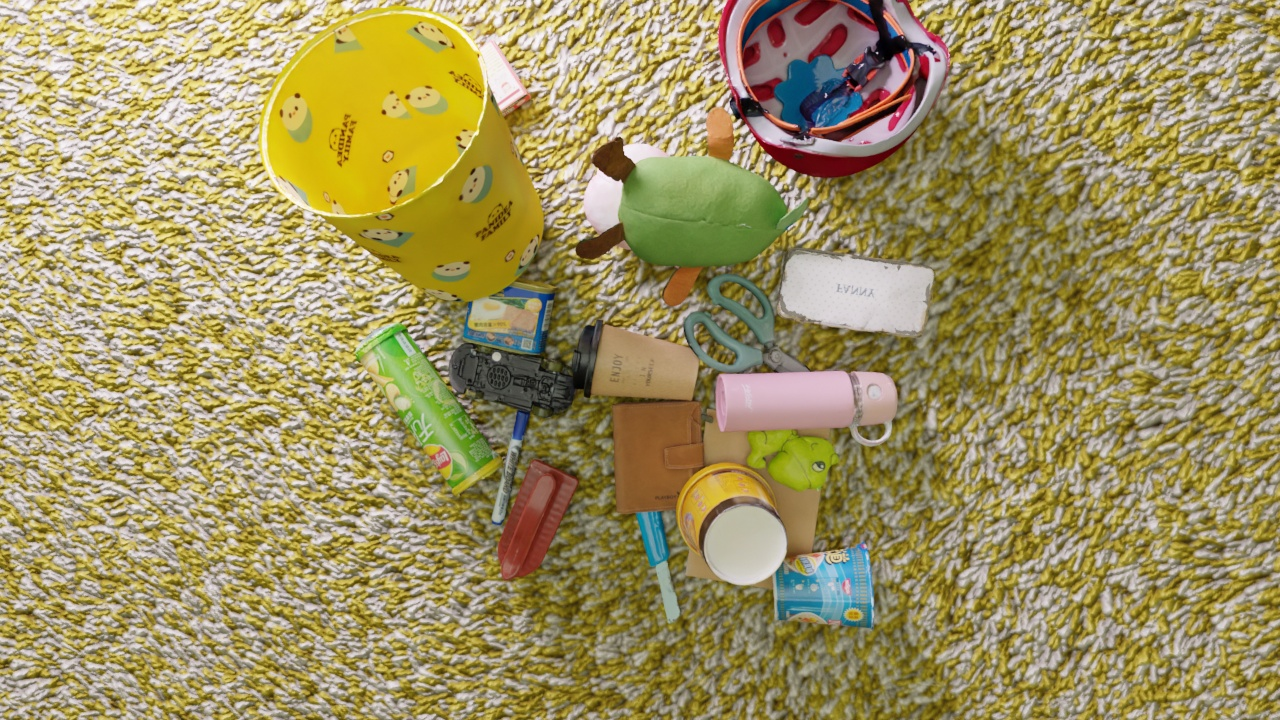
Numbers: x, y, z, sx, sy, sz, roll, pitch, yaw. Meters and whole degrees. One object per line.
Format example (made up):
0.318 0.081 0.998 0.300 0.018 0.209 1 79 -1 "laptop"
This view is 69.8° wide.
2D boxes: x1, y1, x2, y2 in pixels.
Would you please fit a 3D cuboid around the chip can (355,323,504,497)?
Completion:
-0.257 0.057 1.108 0.073 0.072 0.221 -36 90 8 "chip can"

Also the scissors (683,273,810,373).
0.125 -0.010 1.062 0.180 0.019 0.143 48 70 -7 "scissors"

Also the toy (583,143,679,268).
0.015 -0.175 1.064 0.159 0.054 0.121 34 98 -9 "toy"

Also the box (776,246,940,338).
0.248 -0.077 1.041 0.184 0.061 0.090 11 96 4 "box"

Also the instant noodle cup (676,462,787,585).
0.107 0.187 1.031 0.118 0.114 0.118 -1 100 -6 "instant noodle cup"

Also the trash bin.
-0.225 -0.194 0.966 0.230 0.255 0.229 -4 70 11 "trash bin"

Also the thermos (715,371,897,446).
0.188 0.055 1.036 0.198 0.067 0.087 0 75 -6 "thermos"

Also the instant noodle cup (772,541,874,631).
0.207 0.261 1.054 0.110 0.099 0.099 -4 94 8 "instant noodle cup"

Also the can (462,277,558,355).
-0.157 -0.057 1.095 0.102 0.057 0.083 13 99 6 "can"

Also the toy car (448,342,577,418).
-0.154 0.021 1.107 0.158 0.042 0.070 15 96 5 "toy car"

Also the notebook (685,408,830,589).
0.139 0.169 1.100 0.148 0.008 0.208 7 96 6 "notebook"

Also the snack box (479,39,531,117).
-0.216 -0.304 1.095 0.156 0.027 0.077 -32 90 9 "snack box"

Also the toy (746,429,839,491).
0.175 0.111 1.070 0.097 0.031 0.100 -29 86 5 "toy"

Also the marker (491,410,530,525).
-0.161 0.133 1.130 0.017 0.017 0.146 15 97 6 "marker"

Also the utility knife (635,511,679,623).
0.016 0.213 1.113 0.034 0.018 0.218 -13 92 6 "utility knife"

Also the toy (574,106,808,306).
0.053 -0.163 1.002 0.246 0.090 0.227 5 120 -18 "toy"

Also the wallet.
0.028 0.113 1.088 0.119 0.035 0.130 -3 94 -3 "wallet"

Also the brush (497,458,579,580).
-0.131 0.196 1.105 0.063 0.069 0.146 25 97 6 "brush"

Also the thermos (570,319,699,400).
-0.006 0.006 1.067 0.143 0.093 0.093 10 96 -1 "thermos"

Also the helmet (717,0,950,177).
0.194 -0.300 0.988 0.207 0.144 0.240 -37 76 -1 "helmet"
